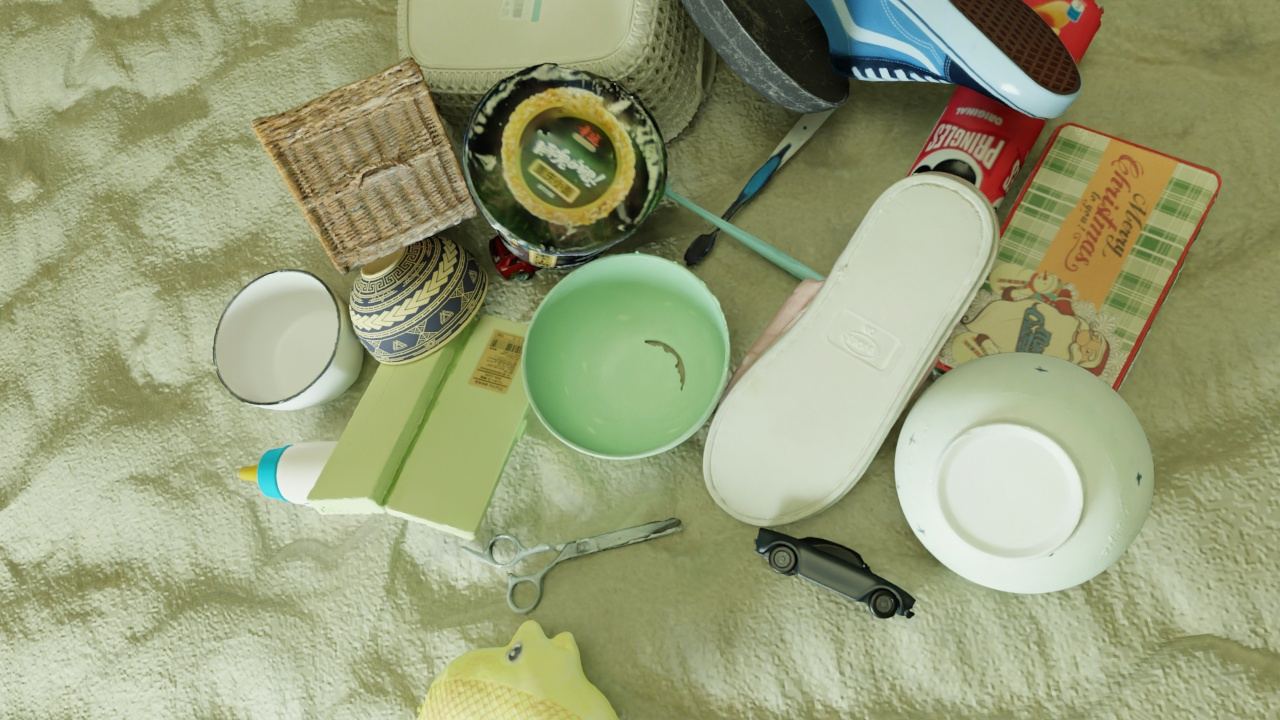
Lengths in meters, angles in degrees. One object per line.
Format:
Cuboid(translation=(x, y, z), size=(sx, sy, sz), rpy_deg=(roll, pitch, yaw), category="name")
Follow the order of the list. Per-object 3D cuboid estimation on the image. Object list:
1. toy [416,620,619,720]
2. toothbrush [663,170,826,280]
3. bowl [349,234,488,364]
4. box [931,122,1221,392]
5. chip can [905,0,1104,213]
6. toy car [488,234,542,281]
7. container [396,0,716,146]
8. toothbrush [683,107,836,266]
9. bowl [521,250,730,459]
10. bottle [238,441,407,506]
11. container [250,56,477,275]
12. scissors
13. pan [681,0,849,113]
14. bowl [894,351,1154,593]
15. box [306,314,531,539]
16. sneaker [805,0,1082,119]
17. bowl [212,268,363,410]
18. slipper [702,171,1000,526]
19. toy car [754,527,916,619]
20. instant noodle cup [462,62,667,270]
Cuboid(translation=(-0.081, 0.257, 0.625), size=(0.171, 0.064, 0.155), rpy_deg=(11, 89, 25), category="toy")
Cuboid(translation=(0.078, -0.097, 0.696), size=(0.180, 0.016, 0.016), rpy_deg=(34, 76, 11), category="toothbrush")
Cuboid(translation=(-0.183, -0.059, 0.718), size=(0.113, 0.061, 0.112), rpy_deg=(-19, 42, 18), category="bowl")
Cuboid(translation=(0.293, -0.054, 0.625), size=(0.118, 0.050, 0.205), rpy_deg=(30, 82, 20), category="box")
Cuboid(translation=(0.245, -0.160, 0.656), size=(0.073, 0.073, 0.232), rpy_deg=(28, 82, 20), category="chip can")
Cuboid(translation=(-0.078, -0.099, 0.743), size=(0.091, 0.036, 0.042), rpy_deg=(-22, 71, 0), category="toy car")
Cuboid(translation=(-0.072, -0.264, 0.731), size=(0.246, 0.142, 0.184), rpy_deg=(1, 87, 15), category="container")
Cuboid(translation=(0.097, -0.145, 0.721), size=(0.016, 0.017, 0.189), rpy_deg=(41, 86, 11), category="toothbrush")
Cuboid(translation=(-0.004, 0.004, 0.669), size=(0.151, 0.077, 0.150), rpy_deg=(-4, 73, 14), category="bowl")
Cuboid(translation=(-0.253, 0.089, 0.723), size=(0.146, 0.051, 0.051), rpy_deg=(-2, 73, 14), category="bottle")
Cuboid(translation=(-0.208, -0.146, 0.690), size=(0.113, 0.198, 0.113), rpy_deg=(-27, 111, -13), category="container")
Cuboid(translation=(-0.053, 0.132, 0.678), size=(0.170, 0.014, 0.095), rpy_deg=(-37, 69, 5), category="scissors")
Cuboid(translation=(0.049, -0.333, 0.690), size=(0.040, 0.207, 0.356), rpy_deg=(-33, 76, 34), category="pan")
Cuboid(translation=(0.228, 0.073, 0.562), size=(0.154, 0.072, 0.153), rpy_deg=(3, 97, 29), category="bowl")
Cuboid(translation=(-0.152, 0.037, 0.684), size=(0.141, 0.044, 0.187), rpy_deg=(9, 52, 15), category="box")
Cuboid(translation=(0.195, -0.226, 0.645), size=(0.083, 0.098, 0.241), rpy_deg=(-20, 58, -33), category="sneaker")
Cuboid(translation=(-0.280, -0.011, 0.752), size=(0.116, 0.065, 0.116), rpy_deg=(-4, 73, 14), category="bowl")
Cuboid(translation=(0.138, -0.001, 0.620), size=(0.114, 0.054, 0.275), rpy_deg=(39, 110, 14), category="slipper")
Cuboid(translation=(0.130, 0.140, 0.611), size=(0.112, 0.046, 0.034), rpy_deg=(21, 82, 21), category="toy car")
Cuboid(translation=(-0.059, -0.130, 0.671), size=(0.137, 0.112, 0.137), rpy_deg=(1, 82, -9), category="instant noodle cup")
